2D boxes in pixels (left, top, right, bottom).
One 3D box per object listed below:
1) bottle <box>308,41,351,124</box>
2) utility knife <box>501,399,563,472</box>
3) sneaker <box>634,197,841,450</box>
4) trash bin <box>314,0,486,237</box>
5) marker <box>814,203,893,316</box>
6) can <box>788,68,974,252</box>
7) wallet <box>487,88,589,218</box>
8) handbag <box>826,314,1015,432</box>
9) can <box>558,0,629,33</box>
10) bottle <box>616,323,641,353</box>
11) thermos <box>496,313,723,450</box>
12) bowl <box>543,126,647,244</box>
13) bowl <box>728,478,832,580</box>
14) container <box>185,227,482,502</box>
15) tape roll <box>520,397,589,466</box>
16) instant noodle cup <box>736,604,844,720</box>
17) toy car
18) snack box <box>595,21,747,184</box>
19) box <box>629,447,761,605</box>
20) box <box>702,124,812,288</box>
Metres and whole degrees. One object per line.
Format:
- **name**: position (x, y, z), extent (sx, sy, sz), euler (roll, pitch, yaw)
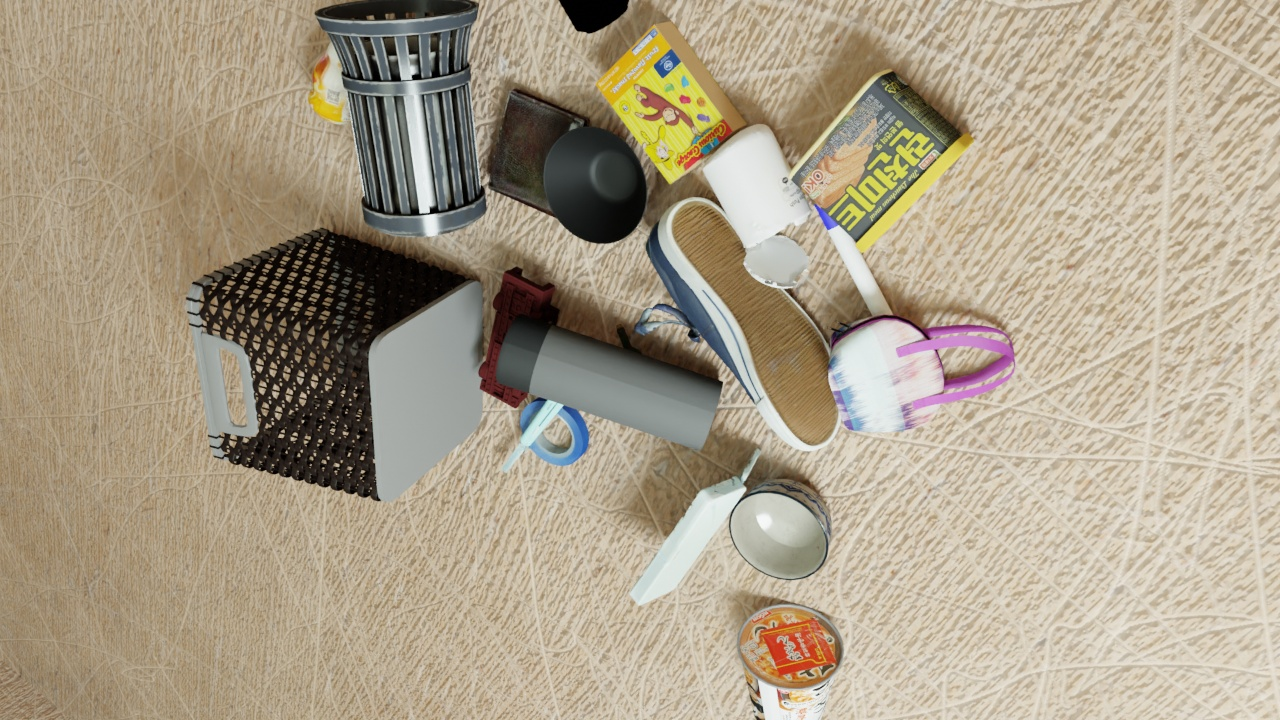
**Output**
- **bottle**: position (-0.351, -0.335, 1.077), extent (0.063, 0.062, 0.109), euler (35, 125, 10)
- **utility knife**: position (-0.140, 0.094, 1.176), extent (0.022, 0.015, 0.169), euler (23, 130, -20)
- **sneaker**: position (0.096, -0.025, 0.975), extent (0.294, 0.120, 0.127), euler (55, 155, -3)
- **trash bin**: position (-0.248, -0.263, 1.000), extent (0.164, 0.163, 0.228), euler (13, 122, 23)
- **marker**: position (0.213, -0.096, 0.911), extent (0.020, 0.020, 0.141), euler (-24, 100, 35)
- **can**: position (0.216, -0.182, 0.836), extent (0.101, 0.072, 0.131), euler (45, 126, 6)
- **wallet**: position (-0.114, -0.229, 1.022), extent (0.099, 0.031, 0.120), euler (25, 120, 13)
- **handbag**: position (0.276, 0.007, 0.899), extent (0.170, 0.067, 0.145), euler (-11, 123, 24)
- **can**: position (-0.062, -0.383, 0.895), extent (0.063, 0.063, 0.114), euler (-26, 99, 35)
- **bottle**: position (-0.006, 0.006, 1.075), extent (0.025, 0.025, 0.106), euler (-13, 106, 33)
- **thermos**: position (-0.035, 0.024, 1.025), extent (0.240, 0.082, 0.082), euler (19, 122, 1)
- **bowl**: position (-0.037, -0.192, 0.980), extent (0.124, 0.052, 0.124), euler (12, 118, 24)
- **bowl**: position (0.165, 0.185, 1.046), extent (0.116, 0.059, 0.116), euler (12, 118, 24)
- **container**: position (-0.358, 0.004, 1.137), extent (0.244, 0.244, 0.248), euler (15, 119, 18)
- **tape roll**: position (-0.110, 0.091, 1.178), extent (0.093, 0.016, 0.091), euler (13, 118, 23)
- **instant noodle cup**: position (0.179, 0.382, 1.106), extent (0.124, 0.123, 0.122), euler (12, 127, 23)
- **toy car**: position (-0.145, -0.031, 1.111), extent (0.070, 0.061, 0.170), euler (28, 123, 15)
- **snack box**: position (0.030, -0.257, 0.919), extent (0.088, 0.040, 0.126), euler (-35, 94, 36)
- **box**: position (0.069, 0.196, 1.056), extent (0.043, 0.135, 0.198), euler (42, 127, 17)
- **box**: position (0.123, -0.144, 0.900), extent (0.092, 0.081, 0.161), euler (-26, 94, 50)
